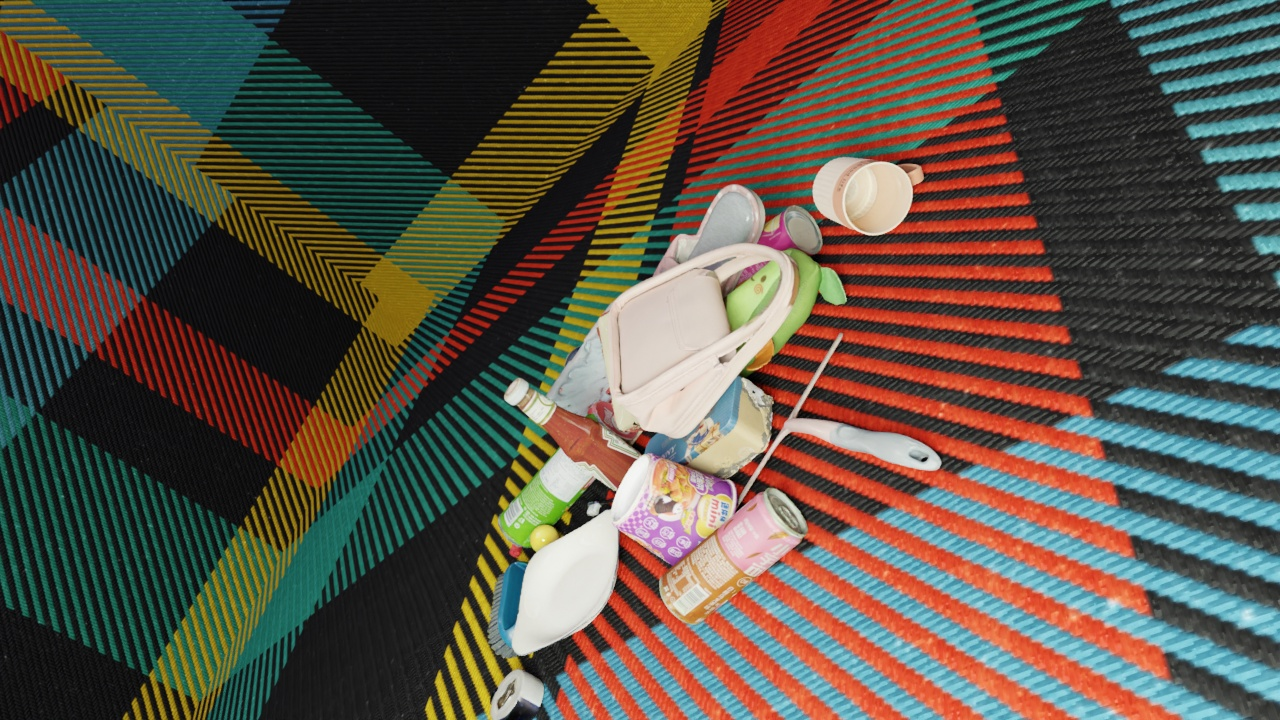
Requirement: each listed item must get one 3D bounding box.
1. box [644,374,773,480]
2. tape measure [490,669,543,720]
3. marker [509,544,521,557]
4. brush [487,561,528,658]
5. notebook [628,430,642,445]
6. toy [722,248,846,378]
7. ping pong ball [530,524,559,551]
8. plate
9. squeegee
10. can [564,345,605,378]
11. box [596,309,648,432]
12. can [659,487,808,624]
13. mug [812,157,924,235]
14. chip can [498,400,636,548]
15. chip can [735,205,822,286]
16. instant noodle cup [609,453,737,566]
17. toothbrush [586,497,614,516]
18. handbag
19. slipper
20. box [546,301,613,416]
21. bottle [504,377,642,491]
[{"bbox_3d":[0.068,0.097,1.029,0.185,0.060,0.089,-41,23,35],"label":"box"},{"bbox_3d":[-0.142,0.389,1.052,0.066,0.033,0.065,-51,22,6],"label":"tape measure"},{"bbox_3d":[-0.175,0.238,1.400,0.017,0.017,0.145,-39,24,32],"label":"marker"},{"bbox_3d":[-0.153,0.310,1.175,0.074,0.055,0.143,-45,21,20],"label":"brush"},{"bbox_3d":[0.009,0.043,1.330,0.211,0.012,0.149,-53,19,0],"label":"notebook"},{"bbox_3d":[0.127,-0.040,1.096,0.247,0.090,0.226,-47,23,24],"label":"toy"},{"bbox_3d":[-0.131,0.245,1.256,0.040,0.040,0.040,-44,22,22],"label":"ping pong ball"},{"bbox_3d":[-0.080,0.269,1.093,0.165,0.034,0.163,-33,28,25],"label":"plate"},{"bbox_3d":[0.186,0.071,0.858,0.247,0.040,0.250,-56,21,-10],"label":"squeegee"},{"bbox_3d":[-0.069,0.017,1.451,0.075,0.075,0.111,-55,20,-8],"label":"can"},{"bbox_3d":[-0.007,0.007,1.213,0.092,0.076,0.168,-30,65,46],"label":"box"},{"bbox_3d":[0.085,0.184,0.859,0.147,0.058,0.057,-44,21,21],"label":"can"},{"bbox_3d":[0.272,-0.203,1.081,0.114,0.082,0.106,-25,19,-2],"label":"mug"},{"bbox_3d":[-0.104,0.160,1.271,0.236,0.072,0.072,-49,20,21],"label":"chip can"},{"bbox_3d":[0.143,-0.127,1.232,0.211,0.071,0.071,-31,29,44],"label":"chip can"},{"bbox_3d":[0.030,0.153,0.947,0.112,0.099,0.111,-55,15,23],"label":"instant noodle cup"},{"bbox_3d":[-0.018,0.175,1.164,0.182,0.015,0.018,-28,37,50],"label":"toothbrush"},{"bbox_3d":[0.074,-0.043,1.022,0.235,0.093,0.193,-36,35,22],"label":"handbag"},{"bbox_3d":[0.073,-0.111,1.214,0.114,0.054,0.275,53,128,28],"label":"slipper"},{"bbox_3d":[-0.048,0.015,1.348,0.201,0.098,0.119,-55,17,-5],"label":"box"},{"bbox_3d":[-0.082,0.093,1.160,0.060,0.206,0.059,-44,20,21],"label":"bottle"}]
